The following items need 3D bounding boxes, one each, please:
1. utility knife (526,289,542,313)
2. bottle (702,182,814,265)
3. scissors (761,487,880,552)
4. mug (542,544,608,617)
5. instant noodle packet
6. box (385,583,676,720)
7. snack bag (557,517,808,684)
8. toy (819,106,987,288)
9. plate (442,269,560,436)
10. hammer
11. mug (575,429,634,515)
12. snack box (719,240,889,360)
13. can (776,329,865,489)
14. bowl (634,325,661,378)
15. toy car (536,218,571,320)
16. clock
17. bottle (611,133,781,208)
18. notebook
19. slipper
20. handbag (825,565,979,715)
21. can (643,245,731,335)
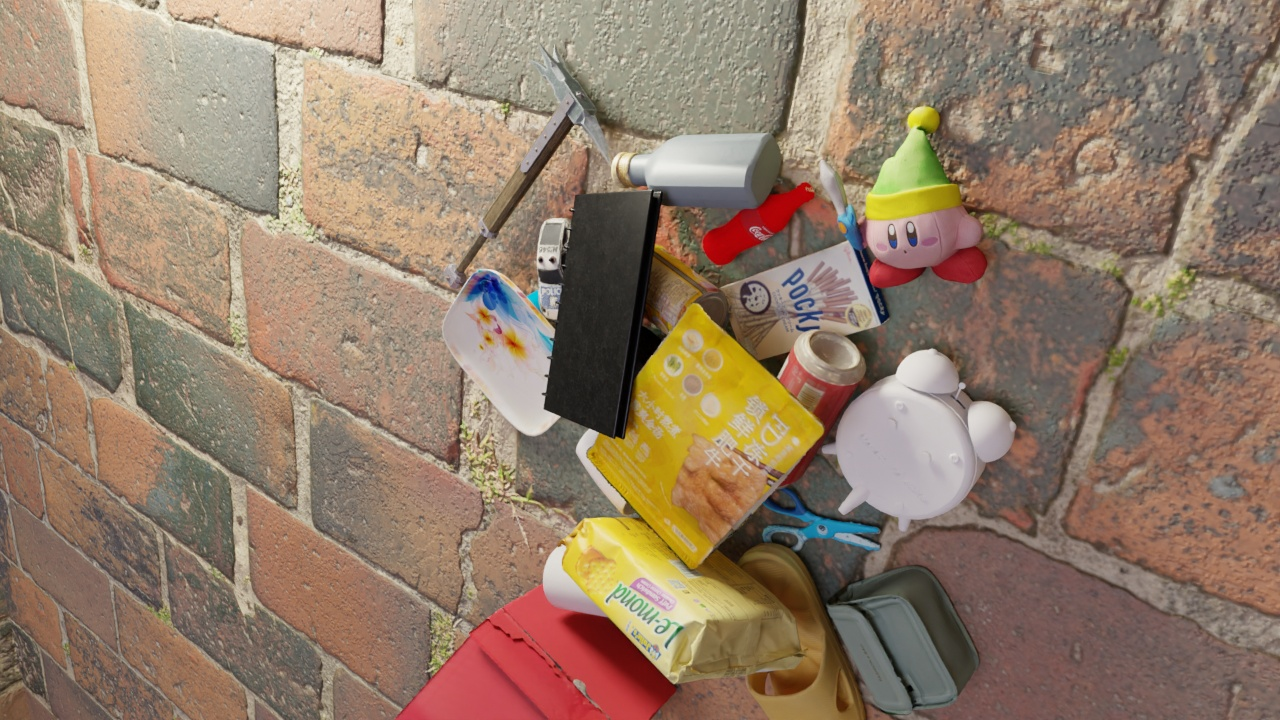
[{"bbox_3d":[-0.121,-0.063,1.065,0.210,0.015,0.031,-24,94,39],"label":"utility knife"},{"bbox_3d":[0.111,-0.130,0.857,0.119,0.036,0.036,-30,88,39],"label":"bottle"},{"bbox_3d":[0.180,0.159,0.929,0.141,0.014,0.090,-4,106,40],"label":"scissors"},{"bbox_3d":[-0.053,0.246,1.098,0.097,0.078,0.111,-2,77,37],"label":"mug"},{"bbox_3d":[0.061,0.068,0.856,0.163,0.084,0.222,47,137,15],"label":"instant noodle packet"},{"bbox_3d":[-0.120,0.394,1.045,0.211,0.314,0.124,41,137,17],"label":"box"},{"bbox_3d":[0.036,0.228,0.924,0.247,0.159,0.068,32,111,48],"label":"snack bag"},{"bbox_3d":[0.222,-0.131,0.762,0.124,0.096,0.131,2,126,42],"label":"toy"},{"bbox_3d":[-0.150,-0.008,1.080,0.187,0.016,0.187,49,140,2],"label":"plate"},{"bbox_3d":[-0.144,-0.179,1.025,0.318,0.028,0.147,-45,71,40],"label":"hammer"},{"bbox_3d":[-0.019,0.120,1.027,0.087,0.080,0.114,45,158,22],"label":"mug"},{"bbox_3d":[0.151,-0.054,0.863,0.150,0.026,0.082,-18,95,40],"label":"snack box"},{"bbox_3d":[0.149,0.049,0.861,0.067,0.067,0.171,38,135,19],"label":"can"},{"bbox_3d":[-0.006,0.006,0.977,0.121,0.056,0.121,26,135,29],"label":"bowl"},{"bbox_3d":[-0.092,-0.099,1.006,0.049,0.040,0.113,5,97,36],"label":"toy car"},{"bbox_3d":[0.239,0.077,0.816,0.125,0.072,0.161,46,127,14],"label":"clock"},{"bbox_3d":[0.046,-0.179,0.865,0.161,0.072,0.046,8,150,34],"label":"bottle"},{"bbox_3d":[-0.044,-0.051,0.915,0.169,0.019,0.231,15,97,59],"label":"notebook"},{"bbox_3d":[0.161,0.322,0.962,0.100,0.078,0.263,-14,100,35],"label":"slipper"},{"bbox_3d":[0.250,0.273,0.885,0.106,0.067,0.122,-29,89,41],"label":"handbag"},{"bbox_3d":[0.032,-0.063,0.904,0.105,0.067,0.068,41,128,38],"label":"can"}]
